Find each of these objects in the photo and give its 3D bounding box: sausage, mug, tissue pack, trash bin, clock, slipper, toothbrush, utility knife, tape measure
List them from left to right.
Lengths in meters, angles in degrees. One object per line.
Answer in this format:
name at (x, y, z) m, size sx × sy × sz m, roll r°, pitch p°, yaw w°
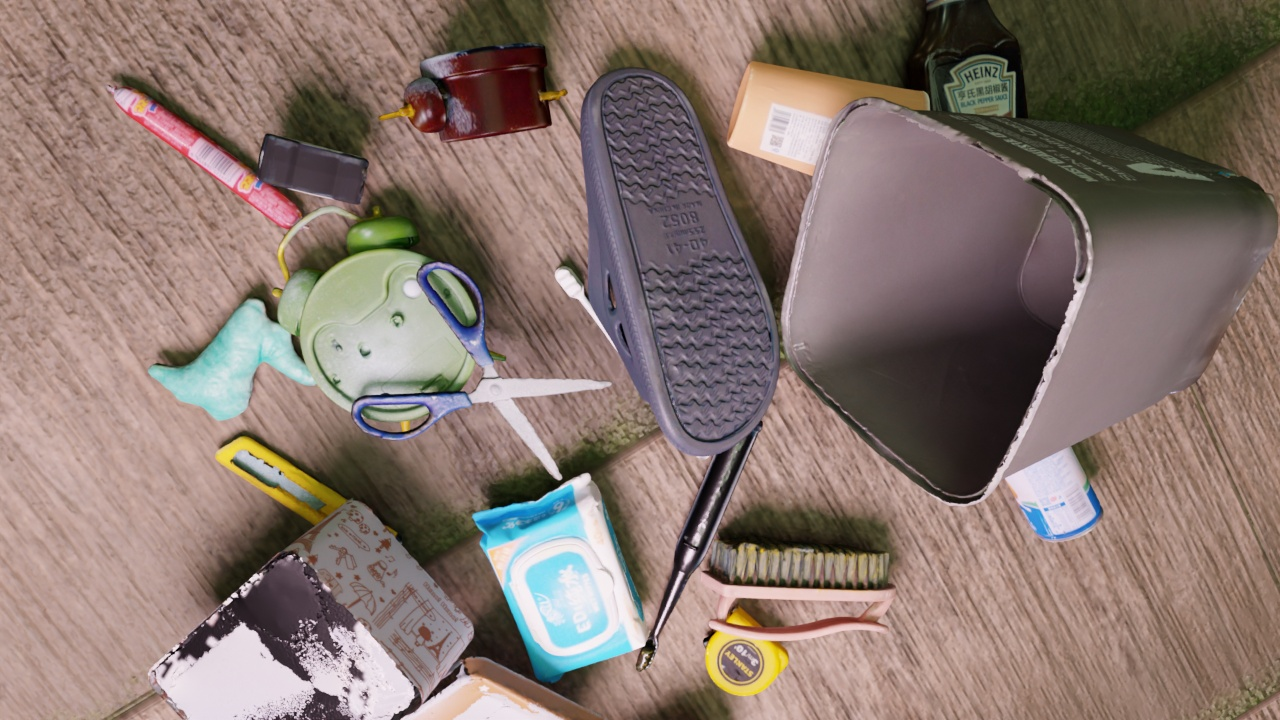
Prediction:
sausage at (-0.290, -0.137, 0.618) m, size 0.156 × 0.020 × 0.020 m, roll 37°, pitch 93°, yaw -10°
tape measure at (-0.216, -0.126, 0.604) m, size 0.065 × 0.066 × 0.033 m, roll 12°, pitch 98°, yaw -26°
utility knife at (-0.236, 0.105, 0.662) m, size 0.154 × 0.015 × 0.033 m, roll 36°, pitch 90°, yaw -10°
clock at (-0.178, -0.032, 0.627) m, size 0.116 × 0.056 × 0.161 m, roll -39°, pitch 101°, yaw 0°
clock at (-0.111, -0.173, 0.601) m, size 0.122 × 0.082 × 0.055 m, roll -11°, pitch 106°, yaw -7°
tissue pack at (-0.055, 0.158, 0.665) m, size 0.090 × 0.063 × 0.140 m, roll -20°, pitch 100°, yaw -2°
toothbrush at (-0.004, 0.004, 0.671) m, size 0.016 × 0.016 × 0.180 m, roll -37°, pitch 101°, yaw 5°
slipper at (0.016, -0.065, 0.637) m, size 0.110 × 0.083 × 0.268 m, roll -12°, pitch 84°, yaw -28°
toothbrush at (0.040, 0.138, 0.691) m, size 0.026 × 0.027 × 0.213 m, roll 24°, pitch 95°, yaw 12°
tape measure at (0.079, 0.226, 0.707) m, size 0.060 × 0.029 × 0.057 m, roll 41°, pitch 96°, yaw 7°
mug at (0.126, -0.161, 0.634) m, size 0.123 × 0.078 × 0.078 m, roll 13°, pitch 97°, yaw -3°
trash bin at (0.240, -0.053, 0.569) m, size 0.219 × 0.199 × 0.199 m, roll -11°, pitch 128°, yaw -27°

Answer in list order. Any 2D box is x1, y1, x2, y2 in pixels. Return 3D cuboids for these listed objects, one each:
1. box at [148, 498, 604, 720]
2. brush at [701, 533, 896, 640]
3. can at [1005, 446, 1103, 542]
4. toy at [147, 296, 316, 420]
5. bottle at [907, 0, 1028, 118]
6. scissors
box at (-0.172, 0.236, 0.626) m, size 0.178 × 0.106 × 0.272 m, roll -39°, pitch 107°, yaw 23°
brush at (0.122, 0.171, 0.685) m, size 0.145 × 0.063 × 0.073 m, roll 6°, pitch 85°, yaw -12°
can at (0.296, 0.068, 0.695) m, size 0.053 × 0.053 × 0.134 m, roll -32°, pitch 100°, yaw -1°
toy at (-0.275, 0.002, 0.636) m, size 0.096 × 0.030 × 0.092 m, roll 36°, pitch 95°, yaw -16°
bottle at (0.229, -0.216, 0.651) m, size 0.079 × 0.044 × 0.195 m, roll -12°, pitch 99°, yaw -11°
scissors at (-0.108, 0.012, 0.606) m, size 0.176 × 0.012 × 0.162 m, roll -13°, pitch 100°, yaw -5°
